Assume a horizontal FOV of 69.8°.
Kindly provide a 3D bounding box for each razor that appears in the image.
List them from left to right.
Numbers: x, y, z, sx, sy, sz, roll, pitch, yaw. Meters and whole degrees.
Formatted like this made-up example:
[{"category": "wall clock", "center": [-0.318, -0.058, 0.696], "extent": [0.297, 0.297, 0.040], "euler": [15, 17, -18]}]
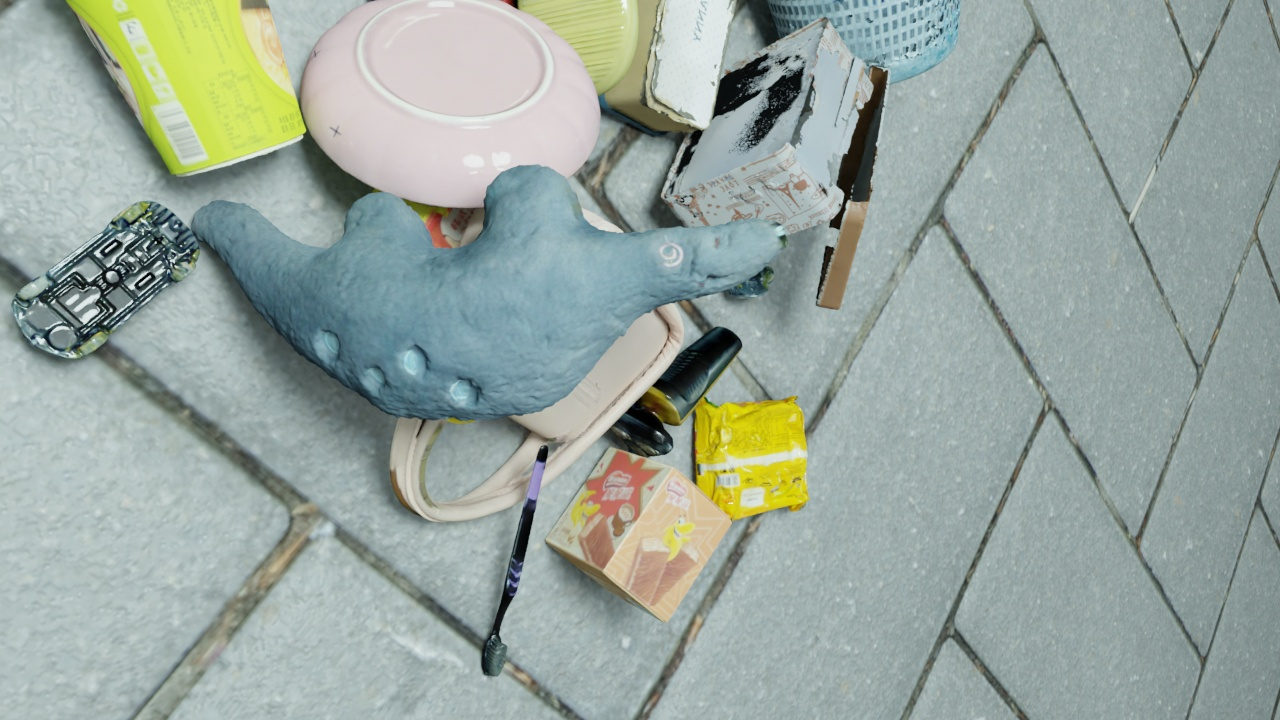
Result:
[{"category": "razor", "center": [0.035, 0.022, 0.768], "extent": [0.167, 0.062, 0.068], "euler": [-43, 152, -43]}]

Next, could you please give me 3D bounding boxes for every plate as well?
[{"category": "plate", "center": [-0.118, -0.180, 0.587], "extent": [0.192, 0.039, 0.192], "euler": [6, 55, -9]}]

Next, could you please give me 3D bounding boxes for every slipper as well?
[{"category": "slipper", "center": [-0.040, -0.290, 0.674], "extent": [0.081, 0.092, 0.190], "euler": [-33, 121, -64]}]

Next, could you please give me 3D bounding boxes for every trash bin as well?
[{"category": "trash bin", "center": [0.191, -0.352, 0.798], "extent": [0.226, 0.227, 0.195], "euler": [-40, 129, -30]}]

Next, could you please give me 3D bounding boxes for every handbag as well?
[{"category": "handbag", "center": [-0.082, 0.014, 0.640], "extent": [0.234, 0.093, 0.193], "euler": [-56, 150, -6]}]

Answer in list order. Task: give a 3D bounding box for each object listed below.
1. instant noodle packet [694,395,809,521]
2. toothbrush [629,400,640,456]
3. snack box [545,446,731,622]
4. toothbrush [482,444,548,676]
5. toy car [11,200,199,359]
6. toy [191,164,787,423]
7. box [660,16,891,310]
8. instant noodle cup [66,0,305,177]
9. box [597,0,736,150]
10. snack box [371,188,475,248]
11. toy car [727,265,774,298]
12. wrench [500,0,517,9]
[{"category": "instant noodle packet", "center": [0.099, 0.086, 0.828], "extent": [0.128, 0.044, 0.110], "euler": [0, 84, -41]}, {"category": "toothbrush", "center": [-0.005, 0.005, 0.767], "extent": [0.016, 0.014, 0.189], "euler": [-8, 97, -63]}, {"category": "snack box", "center": [-0.003, 0.132, 0.713], "extent": [0.077, 0.093, 0.094], "euler": [45, 72, -28]}, {"category": "toothbrush", "center": [-0.089, 0.149, 0.665], "extent": [0.014, 0.017, 0.189], "euler": [3, 108, -40]}, {"category": "toy car", "center": [-0.304, -0.046, 0.523], "extent": [0.105, 0.031, 0.049], "euler": [-51, 118, -27]}, {"category": "toy", "center": [-0.098, -0.035, 0.514], "extent": [0.091, 0.357, 0.137], "euler": [61, 30, -70]}, {"category": "box", "center": [0.146, -0.156, 0.775], "extent": [0.178, 0.153, 0.182], "euler": [45, 50, -31]}, {"category": "instant noodle cup", "center": [-0.252, -0.174, 0.522], "extent": [0.111, 0.112, 0.123], "euler": [-32, 118, -33]}, {"category": "box", "center": [0.026, -0.268, 0.741], "extent": [0.089, 0.061, 0.184], "euler": [16, 88, -48]}, {"category": "snack box", "center": [-0.133, -0.099, 0.626], "extent": [0.080, 0.082, 0.091], "euler": [42, 68, -41]}, {"category": "toy car", "center": [0.089, -0.099, 0.824], "extent": [0.042, 0.034, 0.090], "euler": [-7, 81, -32]}, {"category": "wrench", "center": [-0.095, -0.224, 0.691], "extent": [0.056, 0.016, 0.273], "euler": [-7, 95, -40]}]
